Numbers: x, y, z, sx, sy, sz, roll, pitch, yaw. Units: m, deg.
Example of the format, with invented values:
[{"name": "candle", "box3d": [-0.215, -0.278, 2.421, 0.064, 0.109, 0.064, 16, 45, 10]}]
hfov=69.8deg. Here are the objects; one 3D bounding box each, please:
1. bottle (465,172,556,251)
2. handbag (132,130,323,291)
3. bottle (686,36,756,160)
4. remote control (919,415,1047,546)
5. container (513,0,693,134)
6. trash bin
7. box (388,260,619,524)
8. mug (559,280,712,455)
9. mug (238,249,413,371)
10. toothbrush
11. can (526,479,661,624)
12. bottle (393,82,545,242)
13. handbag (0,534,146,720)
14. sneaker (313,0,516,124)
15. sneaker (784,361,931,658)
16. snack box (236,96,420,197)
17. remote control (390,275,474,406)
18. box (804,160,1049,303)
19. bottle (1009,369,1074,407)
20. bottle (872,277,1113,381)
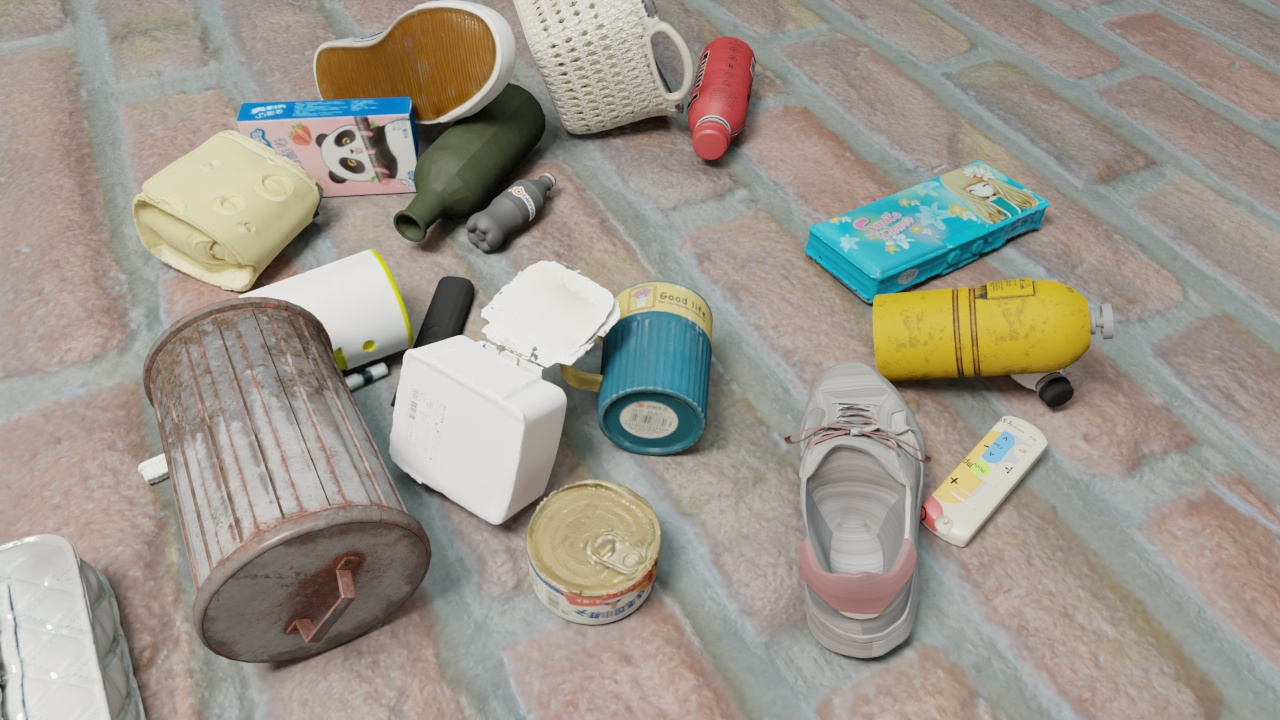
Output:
[{"name": "bottle", "box3d": [-0.116, -0.141, 0.848, 0.036, 0.036, 0.109, 26, 51, 20]}, {"name": "handbag", "box3d": [-0.353, -0.131, 0.799, 0.111, 0.081, 0.119, 25, 47, 3]}, {"name": "bottle", "box3d": [0.083, -0.273, 0.965, 0.062, 0.062, 0.176, 9, 47, 5]}, {"name": "remote control", "box3d": [0.249, 0.085, 0.662, 0.038, 0.018, 0.125, 36, 57, 28]}, {"name": "container", "box3d": [-0.048, -0.353, 0.958, 0.143, 0.185, 0.251, -22, 52, 4]}, {"name": "trash bin", "box3d": [-0.222, 0.074, 0.568, 0.130, 0.131, 0.211, -21, 53, -21]}, {"name": "box", "box3d": [-0.094, 0.011, 0.624, 0.111, 0.189, 0.101, 28, 8, 20]}, {"name": "mug", "box3d": [-0.004, 0.004, 0.682, 0.113, 0.083, 0.107, 10, 50, -4]}, {"name": "mug", "box3d": [-0.241, -0.030, 0.706, 0.106, 0.083, 0.082, -23, 52, -21]}, {"name": "toothbrush", "box3d": [-0.274, 0.044, 0.682, 0.186, 0.012, 0.017, -26, 66, -25]}, {"name": "can", "box3d": [-0.030, 0.124, 0.594, 0.086, 0.043, 0.086, 1, 47, -1]}, {"name": "bottle", "box3d": [-0.163, -0.183, 0.862, 0.071, 0.072, 0.206, 17, 48, 13]}, {"name": "handbag", "box3d": [-0.357, 0.190, 0.497, 0.138, 0.073, 0.195, -24, 51, -22]}, {"name": "sneaker", "box3d": [-0.199, -0.299, 0.905, 0.295, 0.121, 0.127, 9, 25, 45]}, {"name": "sneaker", "box3d": [0.146, 0.071, 0.614, 0.099, 0.090, 0.235, 0, 46, 10]}, {"name": "snack box", "box3d": [-0.287, -0.198, 0.860, 0.154, 0.088, 0.033, -4, 46, -6]}, {"name": "remote control", "box3d": [-0.166, -0.014, 0.739, 0.033, 0.015, 0.146, 6, 46, 3]}, {"name": "box", "box3d": [0.266, -0.123, 0.849, 0.226, 0.039, 0.094, -23, 50, -24]}, {"name": "bottle", "box3d": [0.308, -0.011, 0.740, 0.041, 0.041, 0.116, -9, 47, -11]}, {"name": "bottle", "box3d": [0.264, -0.024, 0.692, 0.164, 0.071, 0.070, -4, 43, 22]}]
